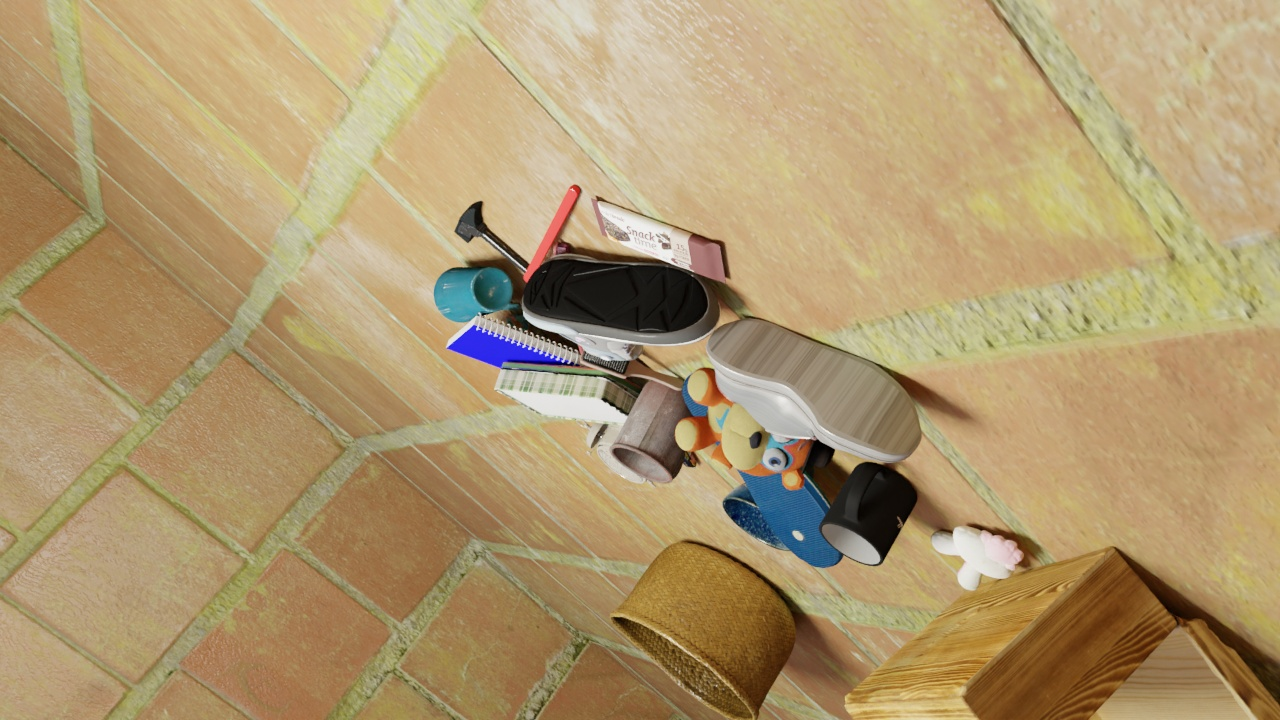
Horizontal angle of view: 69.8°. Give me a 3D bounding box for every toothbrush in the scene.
[{"bbox_3d":[-0.081,-0.071,1.131,0.016,0.016,0.190,13,142,20],"label":"toothbrush"},{"bbox_3d":[-0.102,-0.143,1.048,0.012,0.017,0.213,35,150,-4],"label":"toothbrush"}]

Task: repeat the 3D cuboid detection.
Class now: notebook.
[{"bbox_3d":[-0.152,-0.003,1.282,0.209,0.022,0.172,21,162,-20],"label":"notebook"}]

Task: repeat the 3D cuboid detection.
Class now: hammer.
[{"bbox_3d":[-0.100,-0.080,1.170,0.325,0.015,0.095,40,155,-7],"label":"hammer"}]

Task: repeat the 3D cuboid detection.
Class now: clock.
[{"bbox_3d":[-0.037,0.135,1.408,0.157,0.061,0.103,31,156,11],"label":"clock"}]

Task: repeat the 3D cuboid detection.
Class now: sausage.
[{"bbox_3d":[0.048,0.107,1.292,0.020,0.020,0.155,17,149,39],"label":"sausage"}]

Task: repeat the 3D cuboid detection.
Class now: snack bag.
[{"bbox_3d":[0.016,-0.122,0.932,0.158,0.013,0.057,25,152,27],"label":"snack bag"}]

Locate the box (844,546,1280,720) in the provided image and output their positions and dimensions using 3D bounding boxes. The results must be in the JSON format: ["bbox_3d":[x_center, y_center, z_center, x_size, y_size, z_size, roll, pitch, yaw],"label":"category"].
[{"bbox_3d":[0.459,0.391,0.940,0.336,0.285,0.280,51,159,12],"label":"box"}]

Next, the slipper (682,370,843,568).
[{"bbox_3d":[0.163,0.123,1.119,0.295,0.060,0.118,53,150,-1],"label":"slipper"}]

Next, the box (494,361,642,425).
[{"bbox_3d":[-0.094,0.044,1.264,0.206,0.050,0.117,2,156,40],"label":"box"}]

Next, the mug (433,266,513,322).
[{"bbox_3d":[-0.220,-0.091,1.229,0.078,0.078,0.121,48,157,-22],"label":"mug"}]

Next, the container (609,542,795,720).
[{"bbox_3d":[0.123,0.468,1.623,0.307,0.196,0.307,32,157,15],"label":"container"}]

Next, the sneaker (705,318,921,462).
[{"bbox_3d":[0.170,0.044,0.918,0.236,0.099,0.089,32,156,31],"label":"sneaker"}]

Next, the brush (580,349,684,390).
[{"bbox_3d":[-0.007,0.007,1.150,0.135,0.049,0.015,19,128,1],"label":"brush"}]

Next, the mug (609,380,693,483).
[{"bbox_3d":[0.030,0.100,1.192,0.096,0.110,0.123,17,155,39],"label":"mug"}]

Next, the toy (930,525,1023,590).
[{"bbox_3d":[0.372,0.212,1.006,0.079,0.038,0.123,50,157,3],"label":"toy"}]

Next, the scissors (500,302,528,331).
[{"bbox_3d":[-0.168,-0.076,1.283,0.076,0.015,0.142,47,148,-17],"label":"scissors"}]

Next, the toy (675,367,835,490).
[{"bbox_3d":[0.129,0.076,1.020,0.176,0.112,0.096,15,-167,10],"label":"toy"}]

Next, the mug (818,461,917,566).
[{"bbox_3d":[0.252,0.161,1.019,0.078,0.087,0.114,22,152,32],"label":"mug"}]

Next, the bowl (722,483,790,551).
[{"bbox_3d":[0.173,0.197,1.230,0.114,0.060,0.114,31,157,14],"label":"bowl"}]

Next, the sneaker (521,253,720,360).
[{"bbox_3d":[-0.002,-0.039,1.036,0.257,0.093,0.160,11,160,35],"label":"sneaker"}]
